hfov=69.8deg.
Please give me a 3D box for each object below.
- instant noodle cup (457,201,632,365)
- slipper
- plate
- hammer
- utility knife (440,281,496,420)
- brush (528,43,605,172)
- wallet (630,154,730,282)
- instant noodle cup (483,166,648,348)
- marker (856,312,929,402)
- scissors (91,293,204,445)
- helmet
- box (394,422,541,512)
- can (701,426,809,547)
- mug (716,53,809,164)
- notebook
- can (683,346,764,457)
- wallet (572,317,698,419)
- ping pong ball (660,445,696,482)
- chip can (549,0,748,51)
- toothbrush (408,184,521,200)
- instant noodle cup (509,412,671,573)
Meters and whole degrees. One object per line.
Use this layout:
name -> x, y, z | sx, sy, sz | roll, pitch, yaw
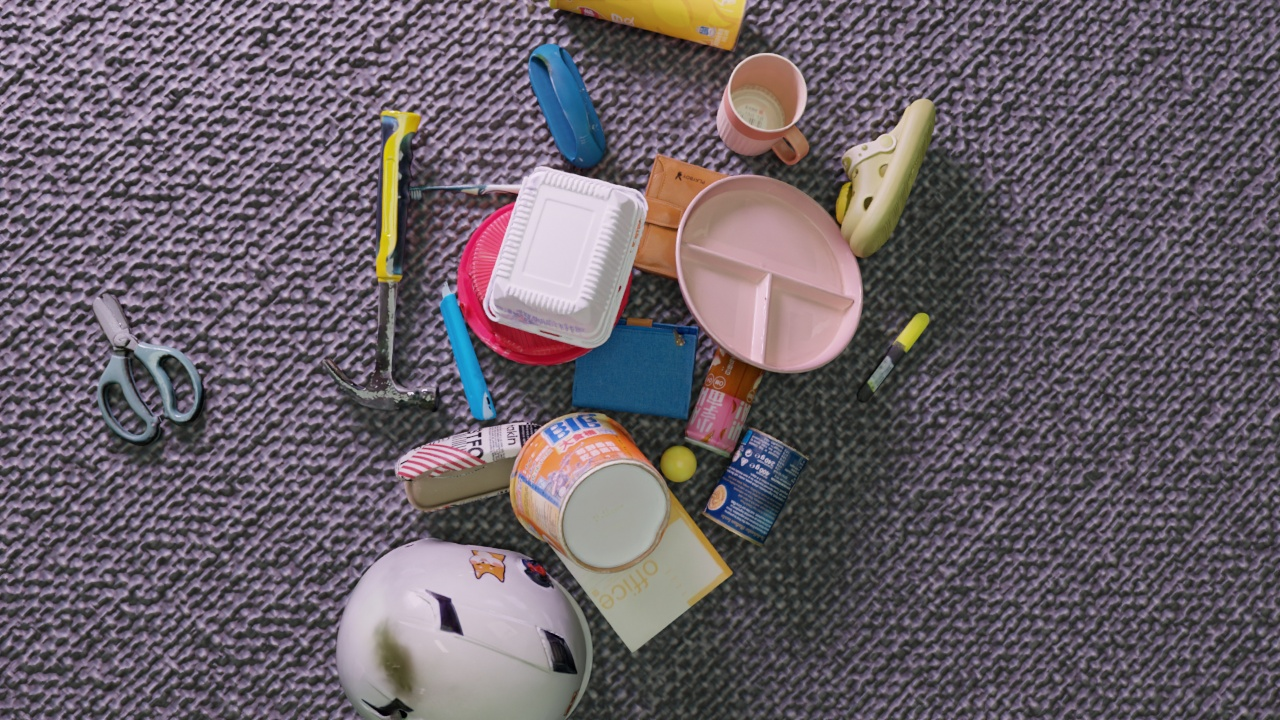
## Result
instant noodle cup -> -0.109, -0.095, 0.984 | 0.194, 0.066, 0.193 | -1, 79, 4
slipper -> 0.265, -0.207, 1.024 | 0.082, 0.091, 0.190 | 24, 85, 22
plate -> 0.138, -0.093, 0.993 | 0.229, 0.028, 0.229 | 7, 70, -21
hammer -> -0.276, -0.107, 0.998 | 0.126, 0.032, 0.323 | 3, 92, -3
utility knife -> -0.194, -0.010, 1.010 | 0.018, 0.034, 0.159 | -16, 87, -40
brush -> -0.080, -0.280, 1.003 | 0.055, 0.073, 0.144 | -22, 89, -9
wallet -> 0.049, -0.154, 1.029 | 0.108, 0.031, 0.131 | 17, 86, -4
instant noodle cup -> -0.078, -0.111, 0.921 | 0.138, 0.060, 0.173 | 16, 83, 7
marker -> 0.287, -0.003, 1.045 | 0.018, 0.015, 0.124 | 37, 89, -1
scissors -> -0.529, -0.002, 0.996 | 0.129, 0.019, 0.185 | -8, 90, -4
helmet -> -0.182, 0.307, 0.936 | 0.274, 0.157, 0.230 | 25, 87, -2
box -> -0.177, 0.118, 0.994 | 0.163, 0.076, 0.087 | -17, 117, -7
can -> 0.126, 0.136, 1.000 | 0.075, 0.075, 0.111 | 29, 86, -2
mug -> 0.138, -0.263, 0.999 | 0.081, 0.106, 0.114 | -40, 91, -4
notebook -> -0.015, 0.200, 1.022 | 0.146, 0.010, 0.206 | -37, 90, -4
can -> 0.099, 0.029, 1.011 | 0.058, 0.058, 0.147 | 22, 87, -2
wallet -> -0.006, 0.006, 1.014 | 0.133, 0.040, 0.106 | 6, 88, 4
ping pong ball -> 0.042, 0.114, 1.013 | 0.040, 0.040, 0.040 | 0, 88, -3
chip can -> 0.009, -0.401, 1.015 | 0.213, 0.072, 0.072 | 13, 87, -4
toothbrush -> -0.177, -0.188, 1.024 | 0.191, 0.016, 0.018 | -1, 98, -3
instant noodle cup -> -0.046, 0.139, 0.935 | 0.151, 0.111, 0.151 | -6, 106, -23
